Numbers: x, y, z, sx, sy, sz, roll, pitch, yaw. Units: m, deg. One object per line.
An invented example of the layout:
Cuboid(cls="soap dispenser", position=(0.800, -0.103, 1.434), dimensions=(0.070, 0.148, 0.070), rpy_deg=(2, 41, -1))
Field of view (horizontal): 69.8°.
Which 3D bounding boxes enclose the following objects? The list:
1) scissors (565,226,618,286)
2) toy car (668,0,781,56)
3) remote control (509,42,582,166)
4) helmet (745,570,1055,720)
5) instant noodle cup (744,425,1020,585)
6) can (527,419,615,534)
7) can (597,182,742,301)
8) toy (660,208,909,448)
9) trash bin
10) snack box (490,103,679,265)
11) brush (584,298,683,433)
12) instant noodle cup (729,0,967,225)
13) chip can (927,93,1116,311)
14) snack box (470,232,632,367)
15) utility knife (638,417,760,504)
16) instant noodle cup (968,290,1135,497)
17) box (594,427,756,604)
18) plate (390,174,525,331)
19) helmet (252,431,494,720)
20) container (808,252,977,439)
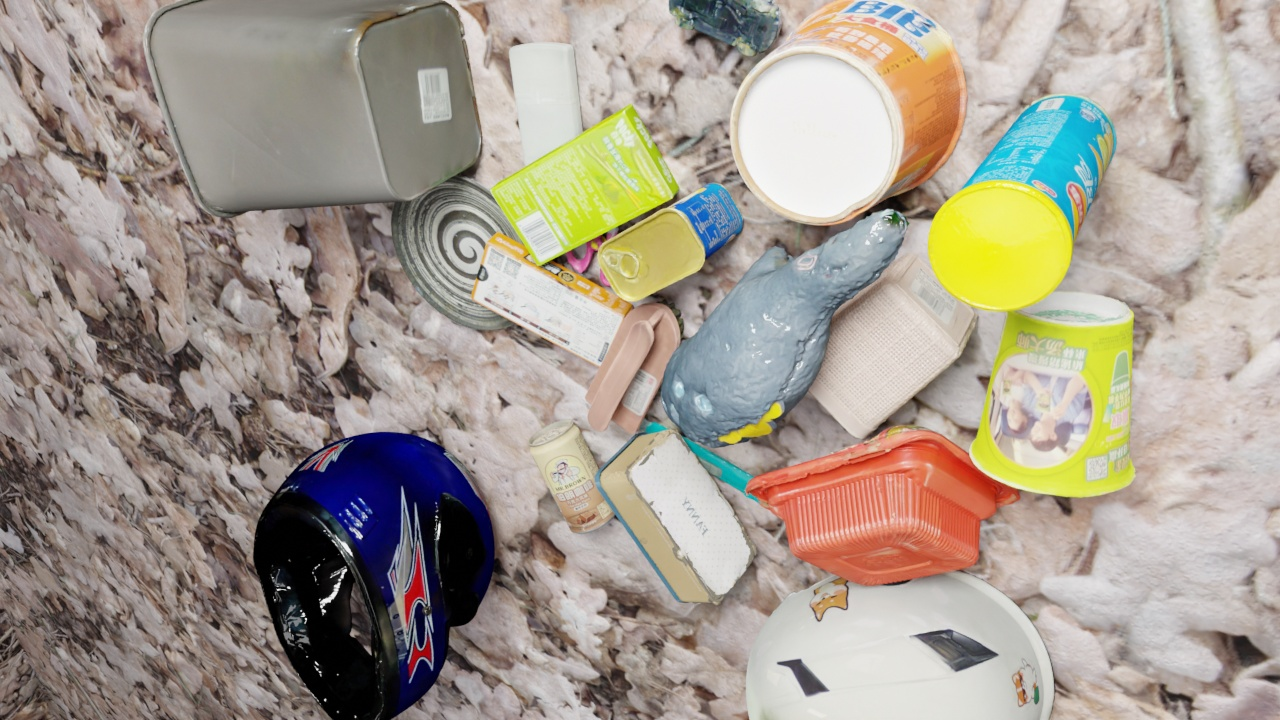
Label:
Cuboid(cls="scissors", position=(-0.020, -0.124, 0.845), dimensions=(0.073, 0.017, 0.138), rpy_deg=(40, 128, 9))
Cuboid(cls="toy car", position=(0.064, -0.264, 0.691), dimensions=(0.090, 0.034, 0.043), rpy_deg=(29, 126, 15))
Cuboid(cls="remote control", position=(-0.080, -0.208, 0.827), dimensions=(0.058, 0.021, 0.150), rpy_deg=(7, 121, 20))
Cuboid(cls="helmet", position=(0.210, 0.304, 0.810), dimensions=(0.275, 0.156, 0.230), rpy_deg=(-16, 89, 31))
Cuboid(cls="instant noodle cup", position=(0.196, 0.129, 0.757), dimensions=(0.164, 0.079, 0.189), rpy_deg=(28, 144, -35))
Cuboid(cls="can", position=(-0.073, 0.127, 0.998), dimensions=(0.059, 0.058, 0.116), rpy_deg=(-14, 107, 39))
Cuboid(cls="can", position=(0.027, -0.102, 0.778), dimensions=(0.102, 0.083, 0.057), rpy_deg=(-24, 101, 41))
Cuboid(cls="toy", position=(0.080, -0.003, 0.705), dimensions=(0.091, 0.137, 0.357), rpy_deg=(31, 152, -8))
Cuboid(cls="trash bin", position=(-0.285, -0.242, 0.849), dimensions=(0.220, 0.198, 0.199), rpy_deg=(6, 121, 23))
Cuboid(cls="snack box", position=(-0.051, -0.153, 0.818), dimensions=(0.157, 0.026, 0.086), rpy_deg=(-23, 109, 30))
Cuboid(cls="brush", position=(-0.005, 0.005, 0.871), dimensions=(0.063, 0.072, 0.146), rpy_deg=(37, 129, 12))
Cuboid(cls="instant noodle cup", position=(0.139, -0.169, 0.643), dimensions=(0.151, 0.111, 0.152), rpy_deg=(17, 125, 26))
Cuboid(cls="chip can", position=(0.236, -0.102, 0.551), dimensions=(0.071, 0.209, 0.071), rpy_deg=(16, 124, 26))
Cuboid(cls="snack box", position=(-0.089, -0.058, 0.900), dimensions=(0.154, 0.026, 0.075), rpy_deg=(28, 131, 3))
Cuboid(cls="utility knife", position=(0.056, 0.097, 0.923), dimensions=(0.182, 0.013, 0.029), rpy_deg=(29, 129, 18))
Cuboid(cls="instant noodle cup", position=(0.300, 0.018, 0.655), dimensions=(0.112, 0.111, 0.123), rpy_deg=(10, 114, 29))
Cuboid(cls="box", position=(0.033, 0.150, 0.909), dimensions=(0.061, 0.089, 0.184), rpy_deg=(-22, 104, 52))
Cuboid(cls="plate", position=(-0.180, -0.112, 0.947), dimensions=(0.179, 0.024, 0.180), rpy_deg=(15, 127, 21))
Cuboid(cls="helmet", position=(-0.290, 0.237, 1.083), dimensions=(0.248, 0.239, 0.315), rpy_deg=(-2, 104, 36))
Cuboid(cls="container", position=(0.191, -0.015, 0.718), dimensions=(0.090, 0.089, 0.111), rpy_deg=(46, 128, 3))
